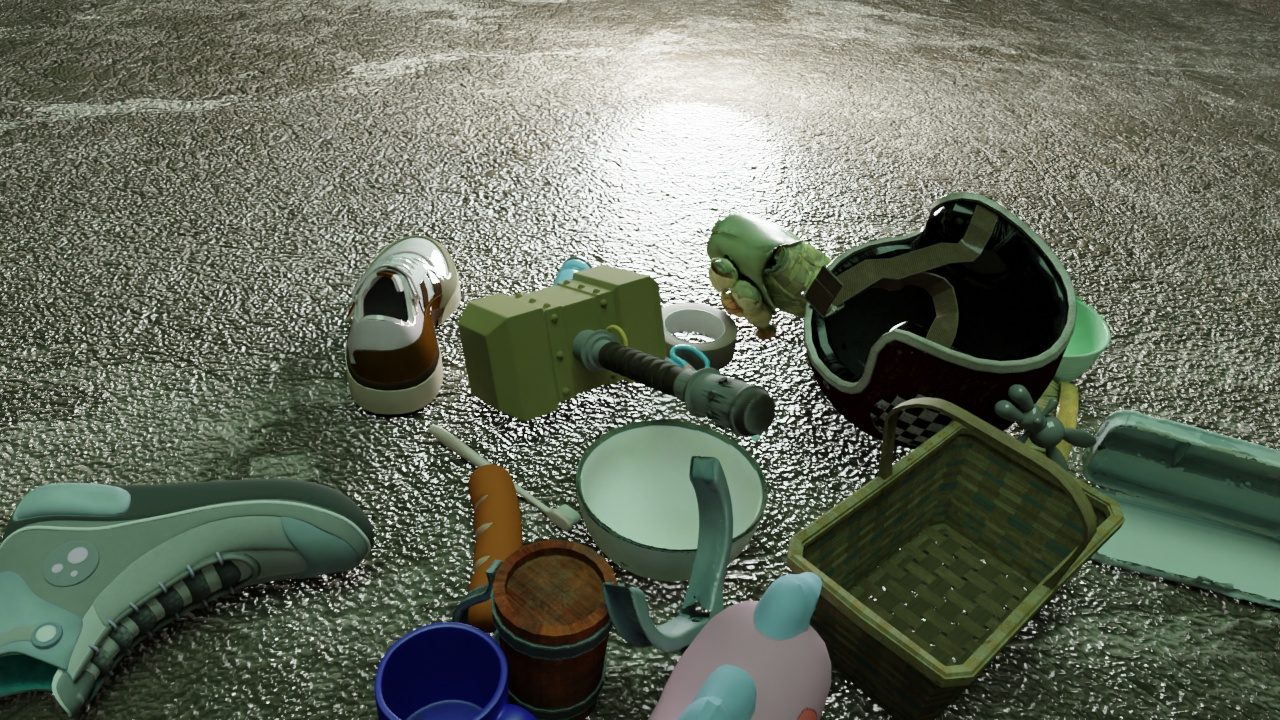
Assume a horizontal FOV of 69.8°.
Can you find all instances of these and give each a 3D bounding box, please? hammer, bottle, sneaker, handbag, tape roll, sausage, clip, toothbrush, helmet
[{"bbox_3d":[-0.005,0.005,0.799,0.189,0.101,0.325,-19,23,-30],"label":"hammer"},{"bbox_3d":[-0.081,-0.079,1.046,0.040,0.040,0.129,8,36,4],"label":"bottle"},{"bbox_3d":[-0.326,0.168,0.644,0.256,0.093,0.160,2,44,-7],"label":"sneaker"},{"bbox_3d":[0.152,-0.080,1.018,0.186,0.117,0.113,27,8,-39],"label":"handbag"},{"bbox_3d":[0.057,-0.025,0.995,0.093,0.030,0.093,3,36,-2],"label":"tape roll"},{"bbox_3d":[-0.116,0.144,0.731,0.044,0.039,0.164,-1,36,-9],"label":"sausage"},{"bbox_3d":[0.018,0.154,0.604,0.031,0.169,0.164,-1,3,34],"label":"clip"},{"bbox_3d":[-0.125,0.100,0.814,0.181,0.016,0.018,28,35,28],"label":"toothbrush"},{"bbox_3d":[0.264,-0.033,0.841,0.234,0.254,0.232,28,59,5],"label":"helmet"},{"bbox_3d":[-0.253,-0.076,0.954,0.111,0.117,0.293,2,36,-5],"label":"sneaker"}]

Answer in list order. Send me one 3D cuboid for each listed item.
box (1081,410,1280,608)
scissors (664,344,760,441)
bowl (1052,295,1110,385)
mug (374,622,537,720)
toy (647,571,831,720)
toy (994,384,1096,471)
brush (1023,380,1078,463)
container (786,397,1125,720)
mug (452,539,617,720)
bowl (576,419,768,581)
[{"bbox_3d":[0.495,0.122,0.781,0.211,0.106,0.129,12,40,10],"label":"box"},{"bbox_3d":[0.070,0.034,0.913,0.055,0.015,0.136,-36,58,-19],"label":"scissors"},{"bbox_3d":[0.415,-0.019,0.990,0.151,0.077,0.150,3,36,-3],"label":"bowl"},{"bbox_3d":[-0.109,0.229,0.576,0.111,0.084,0.079,17,37,16],"label":"mug"},{"bbox_3d":[0.052,0.213,0.543,0.120,0.171,0.221,23,73,24],"label":"toy"},{"bbox_3d":[0.339,0.059,0.768,0.111,0.049,0.030,35,8,-24],"label":"toy"},{"bbox_3d":[0.384,0.077,0.869,0.043,0.059,0.194,14,39,23],"label":"brush"},{"bbox_3d":[0.235,0.125,0.673,0.249,0.187,0.157,-25,46,-35],"label":"container"},{"bbox_3d":[-0.075,0.183,0.620,0.117,0.111,0.081,17,37,16],"label":"mug"},{"bbox_3d":[0.023,0.122,0.751,0.153,0.073,0.153,3,36,-3],"label":"bowl"}]
